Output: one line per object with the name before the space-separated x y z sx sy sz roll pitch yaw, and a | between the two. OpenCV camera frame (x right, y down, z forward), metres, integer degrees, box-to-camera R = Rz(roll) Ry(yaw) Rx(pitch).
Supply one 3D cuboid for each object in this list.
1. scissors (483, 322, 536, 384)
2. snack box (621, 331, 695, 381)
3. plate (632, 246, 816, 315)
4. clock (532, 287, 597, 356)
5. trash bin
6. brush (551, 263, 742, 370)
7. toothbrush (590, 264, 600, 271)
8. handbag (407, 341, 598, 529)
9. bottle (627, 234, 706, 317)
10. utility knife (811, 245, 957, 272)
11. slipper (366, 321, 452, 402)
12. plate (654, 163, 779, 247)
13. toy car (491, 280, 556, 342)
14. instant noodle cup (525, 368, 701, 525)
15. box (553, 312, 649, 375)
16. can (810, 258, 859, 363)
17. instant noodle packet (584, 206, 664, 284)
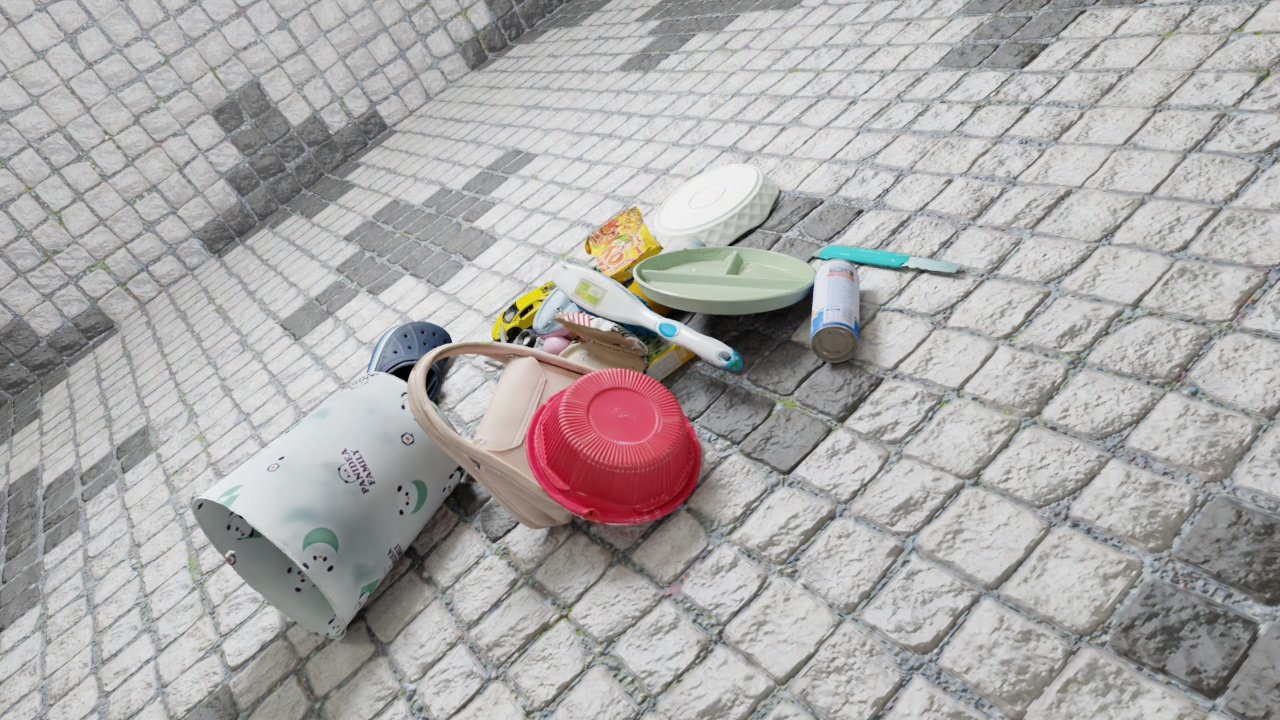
scissors | -0.196 -0.004 1.344 0.181 0.014 0.159 -32 43 50
snack box | -0.007 0.007 1.185 0.140 0.034 0.087 -39 32 -8
plate | 0.105 -0.103 1.158 0.230 0.027 0.229 -2 23 0
clock | -0.091 -0.053 1.299 0.117 0.060 0.158 -34 31 19
trash bin | -0.357 0.161 1.104 0.230 0.230 0.251 0 38 41
brush | 0.008 -0.049 1.134 0.315 0.109 0.060 29 88 27
toothbrush | -0.067 -0.149 1.467 0.186 0.017 0.012 -23 68 14
handbag | -0.149 0.062 1.034 0.094 0.234 0.192 -43 22 45
bottle | 0.022 -0.095 1.266 0.068 0.068 0.189 13 53 49
utility knife | 0.295 -0.123 1.124 0.029 0.013 0.222 -42 31 -19
slipper | -0.354 0.026 1.383 0.095 0.105 0.252 -17 36 34
plate | 0.109 -0.236 1.411 0.205 0.045 0.204 -22 34 15
toy car | -0.170 -0.080 1.437 0.156 0.041 0.071 -32 31 1
instant noodle cup | -0.024 0.076 0.972 0.194 0.066 0.193 6 48 -7
box | -0.058 -0.007 1.154 0.163 0.076 0.087 14 78 47
can | 0.225 -0.060 1.057 0.053 0.053 0.134 -15 35 25
instant noodle packet | -0.027 -0.173 1.419 0.111 0.044 0.128 -36 45 9
